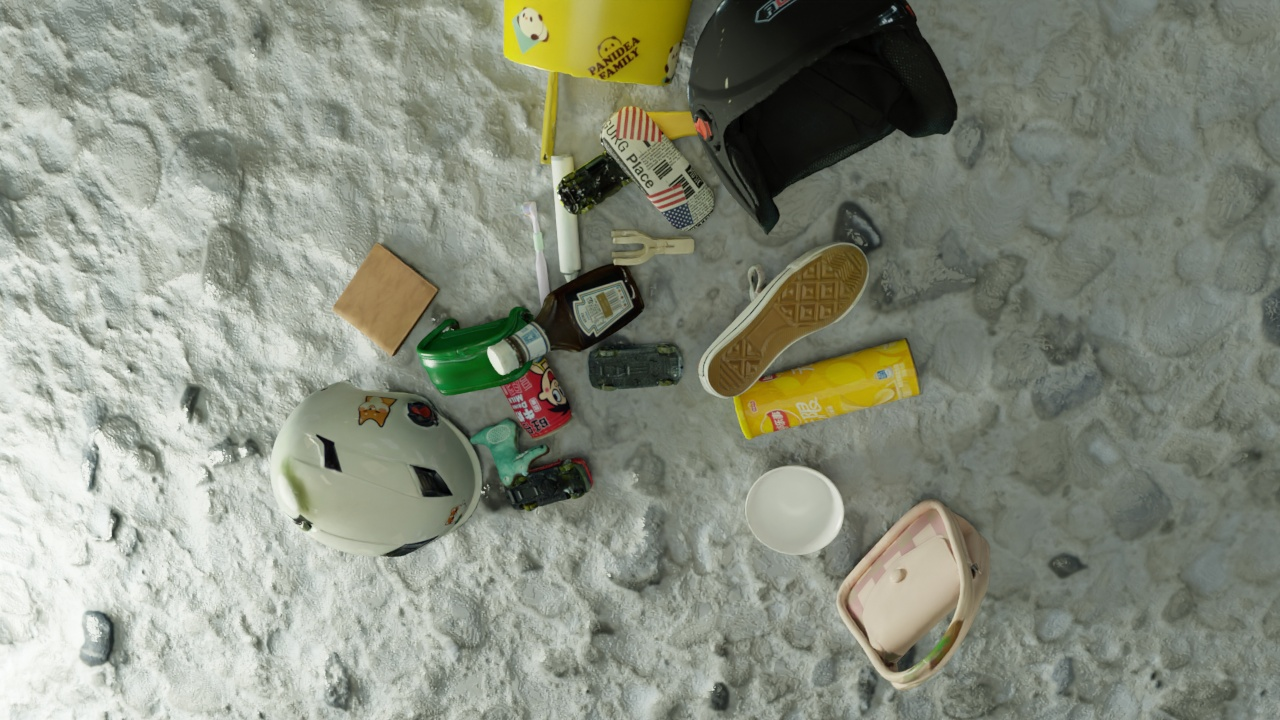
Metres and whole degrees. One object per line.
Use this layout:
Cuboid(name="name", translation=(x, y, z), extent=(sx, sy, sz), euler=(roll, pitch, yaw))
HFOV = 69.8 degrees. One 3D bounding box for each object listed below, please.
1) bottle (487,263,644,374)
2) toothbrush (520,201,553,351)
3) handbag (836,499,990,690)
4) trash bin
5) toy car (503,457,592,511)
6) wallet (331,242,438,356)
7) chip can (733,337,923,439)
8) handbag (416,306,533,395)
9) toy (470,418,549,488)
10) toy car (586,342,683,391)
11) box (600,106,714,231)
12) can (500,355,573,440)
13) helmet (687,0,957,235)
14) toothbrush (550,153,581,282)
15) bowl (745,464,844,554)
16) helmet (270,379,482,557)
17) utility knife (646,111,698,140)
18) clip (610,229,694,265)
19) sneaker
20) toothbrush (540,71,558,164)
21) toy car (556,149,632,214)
Cuboid(name="bottle", translation=(-0.088, -0.044, 1.076), extent=(0.194, 0.044, 0.080), euler=(-32, 107, -23))
Cuboid(name="toothbrush", translation=(-0.124, -0.101, 1.136), extent=(0.021, 0.029, 0.189), euler=(-15, 108, -25))
Cuboid(name="handbag", translation=(0.324, 0.286, 1.061), extent=(0.093, 0.233, 0.194), euler=(36, 109, -4))
Cuboid(name="trash bin", translation=(-0.035, -0.426, 0.927), extent=(0.230, 0.229, 0.256), euler=(12, 114, 6))
Cuboid(name="toy car", translation=(-0.119, 0.159, 1.199), extent=(0.121, 0.045, 0.053), euler=(-15, 105, 19))
Cuboid(name="wallet", translation=(-0.327, -0.078, 1.179), extent=(0.101, 0.020, 0.115), euler=(39, 106, -2))
Cuboid(name="chip can", translation=(0.220, 0.035, 1.091), extent=(0.214, 0.072, 0.072), euler=(-15, 103, 13))
Cuboid(name="handbag", translation=(-0.199, -0.019, 1.122), extent=(0.131, 0.120, 0.068), euler=(-13, 122, 14))
Cuboid(name="toy", translation=(-0.167, 0.117, 1.189), extent=(0.096, 0.030, 0.092), euler=(-27, 66, 6))
Cuboid(name="toy car", translation=(-0.007, 0.007, 1.141), extent=(0.120, 0.036, 0.054), euler=(-3, 105, 0))
Cuboid(name="box", translation=(0.020, -0.221, 1.058), extent=(0.069, 0.052, 0.164), euler=(-33, 110, 22))
Cuboid(name="can", translation=(-0.132, 0.046, 1.156), extent=(0.067, 0.066, 0.094), euler=(-24, 101, 15))
Cuboid(name="helmet", translation=(0.158, -0.276, 0.910), extent=(0.233, 0.275, 0.230), euler=(-31, 72, 3))
Cuboid(name="toothbrush", translation=(-0.086, -0.137, 1.115), extent=(0.027, 0.026, 0.221), euler=(15, 114, 48))
Cuboid(name="bowl", translation=(0.191, 0.173, 1.140), extent=(0.118, 0.064, 0.118), euler=(3, 108, 9))
Cuboid(name="helmet", translation=(-0.356, 0.157, 1.181), extent=(0.274, 0.156, 0.230), euler=(24, 109, 2))
Cuboid(name="utility knife", translation=(0.063, -0.271, 1.055), extent=(0.156, 0.015, 0.033), euler=(1, 114, 8))
Cuboid(name="clip", translation=(0.007, -0.132, 1.081), extent=(0.102, 0.095, 0.035), euler=(7, 107, 19))
Cuboid(name="sneaker", translation=(0.157, -0.052, 1.070), extent=(0.241, 0.088, 0.118), euler=(-42, 109, -3))
Cuboid(name="toothbrush", translation=(-0.103, -0.324, 1.067), extent=(0.016, 0.016, 0.190), euler=(10, 108, 9))
Cuboid(name="toy car", translation=(-0.050, -0.213, 1.076), extent=(0.105, 0.032, 0.048), euler=(-34, 109, -5))
